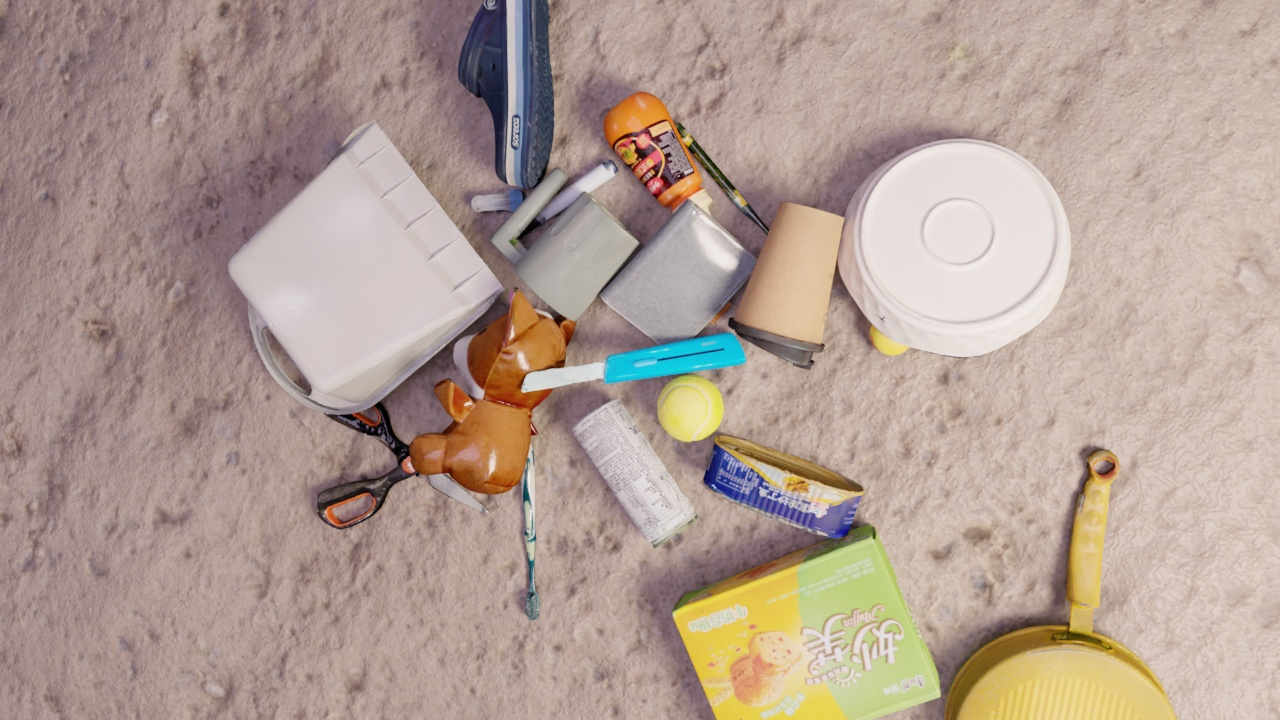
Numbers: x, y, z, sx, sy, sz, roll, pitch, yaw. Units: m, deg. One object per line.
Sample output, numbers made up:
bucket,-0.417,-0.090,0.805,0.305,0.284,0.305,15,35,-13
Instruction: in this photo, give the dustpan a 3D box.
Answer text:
dustpan,-0.301,-0.069,0.954,0.257,0.143,0.222,-37,87,-5

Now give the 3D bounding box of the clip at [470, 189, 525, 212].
clip,-0.148,-0.165,0.960,0.058,0.036,0.025,-2,93,10

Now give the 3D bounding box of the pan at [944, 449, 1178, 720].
pan,0.394,0.260,0.834,0.198,0.078,0.357,9,100,10

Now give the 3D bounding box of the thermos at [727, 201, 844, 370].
thermos,0.140,-0.070,0.853,0.093,0.093,0.143,18,99,12

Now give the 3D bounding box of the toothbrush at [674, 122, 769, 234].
toothbrush,0.090,-0.161,0.907,0.017,0.012,0.186,-41,83,22

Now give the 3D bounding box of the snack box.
snack box,0.156,0.268,0.876,0.210,0.070,0.157,-24,86,13

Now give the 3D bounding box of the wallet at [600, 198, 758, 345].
wallet,0.042,-0.078,0.898,0.106,0.037,0.130,38,108,-16

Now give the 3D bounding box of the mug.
mug,-0.075,-0.118,0.911,0.124,0.083,0.103,45,99,10

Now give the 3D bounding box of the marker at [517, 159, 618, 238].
marker,-0.081,-0.166,0.942,0.131,0.018,0.022,-32,103,13

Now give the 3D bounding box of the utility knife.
utility knife,-0.005,0.005,0.881,0.223,0.018,0.034,-10,90,-14

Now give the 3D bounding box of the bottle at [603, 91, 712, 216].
bottle,0.025,-0.188,0.899,0.067,0.066,0.149,-34,91,12

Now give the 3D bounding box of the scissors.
scissors,-0.269,0.108,0.994,0.221,0.021,0.232,-41,82,12

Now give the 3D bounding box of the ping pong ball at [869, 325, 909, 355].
ping pong ball,0.236,-0.025,0.862,0.040,0.040,0.040,0,92,13

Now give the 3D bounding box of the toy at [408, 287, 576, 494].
toy,-0.140,0.028,0.905,0.130,0.140,0.199,30,95,19

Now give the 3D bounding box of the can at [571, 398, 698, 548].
can,-0.006,0.111,0.914,0.058,0.058,0.146,-36,84,12

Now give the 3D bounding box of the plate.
plate,0.284,-0.108,0.825,0.205,0.045,0.204,-2,78,10

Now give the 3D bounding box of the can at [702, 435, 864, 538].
can,0.134,0.119,0.875,0.148,0.074,0.049,19,99,13

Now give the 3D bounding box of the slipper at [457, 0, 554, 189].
slipper,-0.136,-0.299,0.905,0.095,0.105,0.252,0,89,6

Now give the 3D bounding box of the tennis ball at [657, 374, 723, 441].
tennis ball,0.049,0.047,0.895,0.065,0.065,0.065,0,92,13

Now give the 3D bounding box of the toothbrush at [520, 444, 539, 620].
toothbrush,-0.117,0.179,0.963,0.016,0.018,0.191,-2,92,13
